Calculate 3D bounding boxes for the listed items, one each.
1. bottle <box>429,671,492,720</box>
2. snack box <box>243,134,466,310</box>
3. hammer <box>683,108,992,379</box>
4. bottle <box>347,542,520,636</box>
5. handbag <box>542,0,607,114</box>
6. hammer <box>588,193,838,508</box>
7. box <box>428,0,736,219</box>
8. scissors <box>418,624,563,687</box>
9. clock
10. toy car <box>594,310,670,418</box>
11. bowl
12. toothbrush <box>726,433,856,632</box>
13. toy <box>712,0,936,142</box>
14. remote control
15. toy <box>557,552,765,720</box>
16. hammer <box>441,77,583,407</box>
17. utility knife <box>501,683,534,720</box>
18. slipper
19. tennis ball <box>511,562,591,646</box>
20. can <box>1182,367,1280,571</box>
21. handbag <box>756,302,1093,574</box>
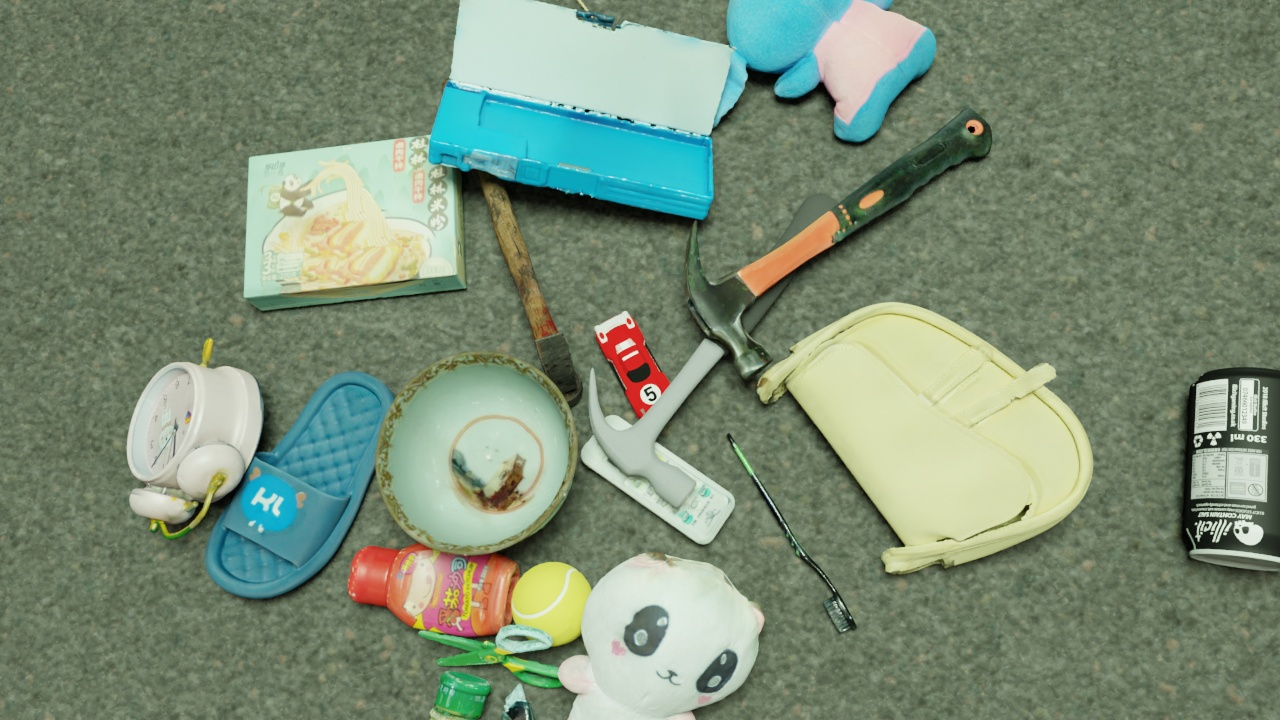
[{"bbox_3d":[-0.152,0.305,0.723,0.043,0.043,0.109,14,78,8],"label":"bottle"},{"bbox_3d":[-0.261,-0.127,0.842,0.193,0.044,0.141,-6,73,3],"label":"snack box"},{"bbox_3d":[0.180,-0.125,0.794,0.332,0.033,0.133,-34,78,-15],"label":"hammer"},{"bbox_3d":[-0.170,0.184,0.752,0.134,0.048,0.071,7,78,6],"label":"bottle"},{"bbox_3d":[-0.079,-0.309,0.887,0.084,0.027,0.178,-21,73,-1],"label":"handbag"},{"bbox_3d":[0.074,-0.030,0.785,0.125,0.029,0.310,38,74,7],"label":"hammer"},{"bbox_3d":[-0.047,-0.218,0.783,0.243,0.114,0.113,10,50,-9],"label":"box"},{"bbox_3d":[-0.117,0.227,0.721,0.131,0.113,0.012,15,45,0],"label":"scissors"},{"bbox_3d":[-0.372,0.072,0.760,0.117,0.058,0.157,-29,57,26],"label":"clock"},{"bbox_3d":[-0.005,0.004,0.798,0.038,0.025,0.089,-28,75,-4],"label":"toy car"},{"bbox_3d":[-0.124,0.082,0.751,0.160,0.094,0.159,-1,75,4],"label":"bowl"},{"bbox_3d":[0.120,0.141,0.760,0.017,0.014,0.188,-33,75,3],"label":"toothbrush"},{"bbox_3d":[0.159,-0.287,0.835,0.191,0.099,0.224,37,88,1],"label":"toy"},{"bbox_3d":[0.014,0.100,0.773,0.133,0.022,0.050,34,80,12],"label":"remote control"},{"bbox_3d":[0.007,0.231,0.703,0.139,0.101,0.179,32,88,-11],"label":"toy"},{"bbox_3d":[-0.120,-0.124,0.807,0.033,0.120,0.330,-19,68,-8],"label":"hammer"},{"bbox_3d":[-0.080,0.343,0.718,0.029,0.020,0.174,-16,76,-1],"label":"utility knife"},{"bbox_3d":[-0.283,0.104,0.776,0.104,0.059,0.213,31,78,9],"label":"slipper"},{"bbox_3d":[-0.070,0.194,0.733,0.065,0.065,0.065,-1,75,4],"label":"tennis ball"},{"bbox_3d":[0.471,0.084,0.714,0.080,0.080,0.146,10,76,6],"label":"can"},{"bbox_3d":[0.230,0.053,0.739,0.191,0.088,0.233,-36,76,-2],"label":"handbag"}]
